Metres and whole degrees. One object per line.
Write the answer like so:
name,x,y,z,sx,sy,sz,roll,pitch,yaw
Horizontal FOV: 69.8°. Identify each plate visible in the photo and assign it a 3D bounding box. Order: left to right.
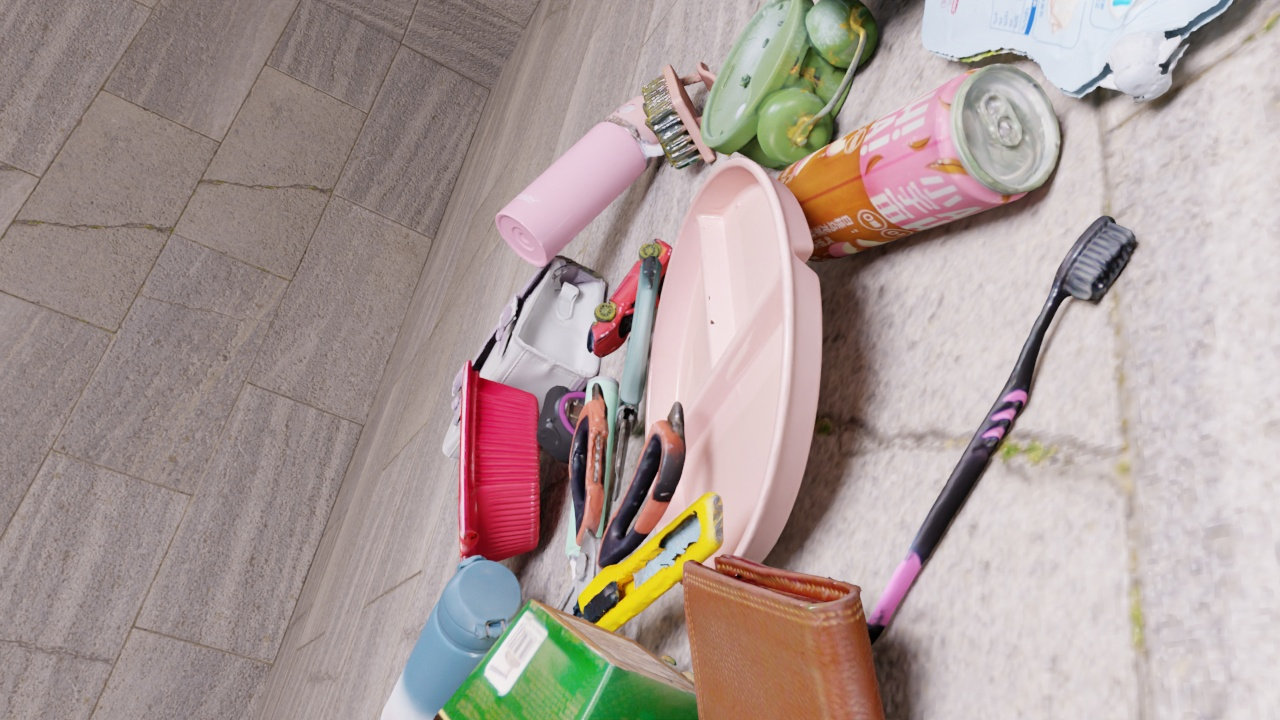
plate,0.044,0.008,0.496,0.230,0.028,0.229,-174,91,-76

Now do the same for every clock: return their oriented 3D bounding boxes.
clock,0.100,-0.185,0.615,0.116,0.056,0.161,-66,19,3

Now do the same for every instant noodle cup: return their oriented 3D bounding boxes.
instant noodle cup,-0.120,0.094,0.788,0.194,0.066,0.194,178,91,-81

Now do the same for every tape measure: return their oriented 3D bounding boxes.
tape measure,-0.052,0.052,0.738,0.039,0.058,0.056,-39,29,42

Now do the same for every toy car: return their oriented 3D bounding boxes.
toy car,-0.006,-0.046,0.727,0.106,0.031,0.049,-52,-19,-16

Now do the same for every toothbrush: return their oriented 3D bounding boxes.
toothbrush,-0.039,0.113,0.673,0.027,0.026,0.224,-37,40,51
toothbrush,0.132,0.033,0.347,0.189,0.014,0.018,-64,32,10

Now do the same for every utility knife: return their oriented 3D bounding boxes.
utility knife,-0.001,0.111,0.475,0.155,0.015,0.033,-50,46,43

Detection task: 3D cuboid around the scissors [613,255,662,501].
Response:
scissors,-0.004,0.003,0.642,0.172,0.019,0.179,-81,2,-57

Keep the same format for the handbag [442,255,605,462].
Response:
handbag,-0.118,0.006,0.921,0.198,0.098,0.144,-49,20,40

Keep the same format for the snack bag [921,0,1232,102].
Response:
snack bag,0.190,-0.173,0.393,0.110,0.039,0.191,-55,23,15

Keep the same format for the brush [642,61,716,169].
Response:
brush,0.043,-0.228,0.819,0.073,0.063,0.145,-28,29,14

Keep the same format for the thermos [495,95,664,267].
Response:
thermos,-0.041,-0.174,0.878,0.087,0.067,0.198,26,62,41

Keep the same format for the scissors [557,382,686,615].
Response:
scissors,-0.024,0.109,0.559,0.189,0.015,0.222,-32,49,59

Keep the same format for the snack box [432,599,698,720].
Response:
snack box,-0.033,0.183,0.438,0.118,0.117,0.105,15,75,53

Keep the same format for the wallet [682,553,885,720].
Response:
wallet,0.056,0.133,0.358,0.125,0.032,0.101,166,97,-68

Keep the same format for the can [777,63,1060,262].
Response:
can,0.122,-0.088,0.440,0.147,0.058,0.057,-13,55,67

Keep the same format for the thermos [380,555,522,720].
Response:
thermos,-0.153,0.242,0.739,0.070,0.070,0.221,-90,24,-50
